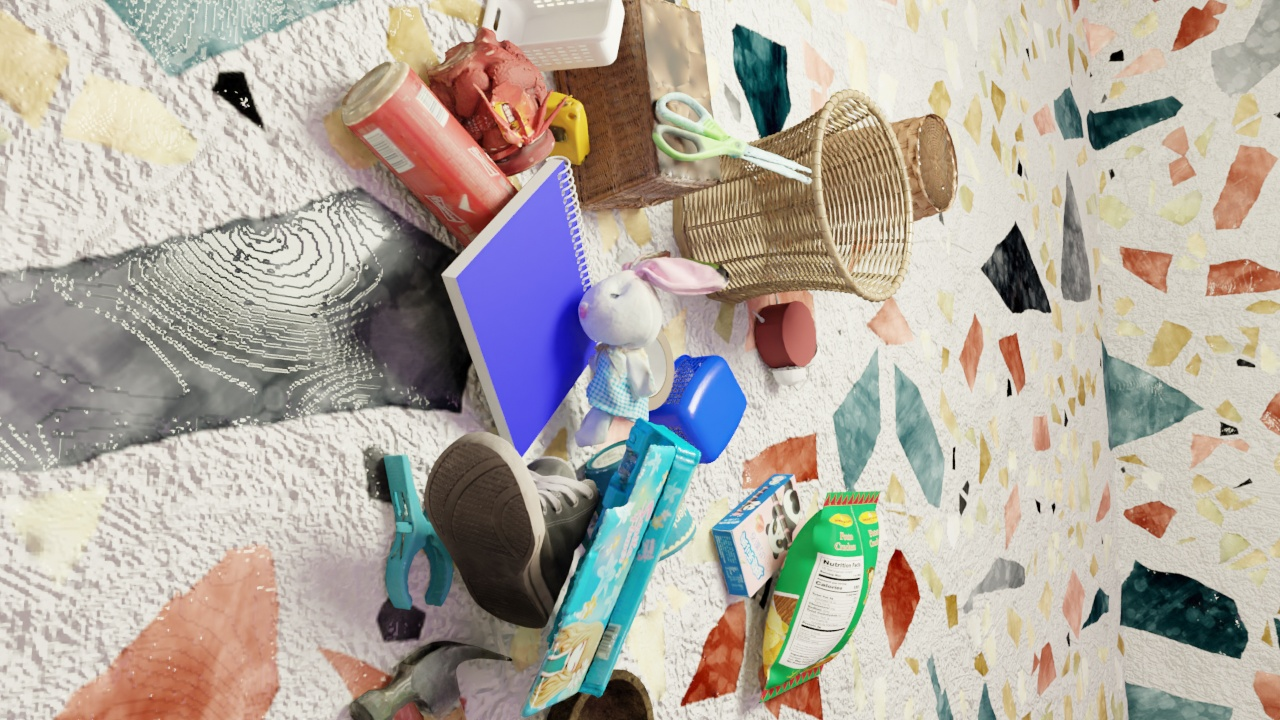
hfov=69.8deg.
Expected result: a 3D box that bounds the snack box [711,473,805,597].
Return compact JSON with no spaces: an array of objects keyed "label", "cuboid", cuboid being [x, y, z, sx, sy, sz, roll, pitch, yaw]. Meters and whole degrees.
[{"label":"snack box","cuboid":[0.146,0.206,1.096,0.153,0.033,0.088,-29,108,-48]}]

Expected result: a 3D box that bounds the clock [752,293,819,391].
[{"label":"clock","cuboid":[0.188,-0.022,1.163,0.086,0.044,0.124,-42,117,-44]}]

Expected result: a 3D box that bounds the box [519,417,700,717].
[{"label":"box","cuboid":[-0.020,0.169,0.755,0.180,0.074,0.227,-74,-174,-86]}]

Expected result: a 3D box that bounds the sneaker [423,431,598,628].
[{"label":"sneaker","cuboid":[-0.094,0.109,0.731,0.235,0.095,0.119,78,29,-47]}]

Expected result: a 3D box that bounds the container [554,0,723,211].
[{"label":"container","cuboid":[-0.003,-0.251,0.908,0.113,0.113,0.198,-10,92,-50]}]

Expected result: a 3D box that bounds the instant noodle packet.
[{"label":"instant noodle packet","cuboid":[0.222,0.278,1.112,0.195,0.090,0.253,12,97,-57]}]

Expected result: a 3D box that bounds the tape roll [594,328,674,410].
[{"label":"tape roll","cuboid":[-0.006,0.005,0.939,0.093,0.030,0.093,8,80,-50]}]

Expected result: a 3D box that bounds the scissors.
[{"label":"scissors","cuboid":[0.089,-0.195,0.859,0.175,0.033,0.072,15,66,-18]}]

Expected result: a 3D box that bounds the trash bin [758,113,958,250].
[{"label":"trash bin","cuboid":[0.278,-0.221,1.165,0.151,0.211,0.151,7,81,-49]}]

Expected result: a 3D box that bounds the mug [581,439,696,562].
[{"label":"mug","cuboid":[-0.015,0.140,0.877,0.111,0.085,0.104,-35,106,-35]}]

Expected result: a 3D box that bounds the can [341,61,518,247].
[{"label":"can","cuboid":[-0.161,-0.159,0.743,0.170,0.067,0.067,48,52,-35]}]

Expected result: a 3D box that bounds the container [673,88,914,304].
[{"label":"container","cuboid":[0.170,-0.168,1.039,0.226,0.197,0.226,8,80,-49]}]

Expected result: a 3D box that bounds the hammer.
[{"label":"hammer","cuboid":[-0.126,0.382,0.753,0.131,0.033,0.330,-30,110,-49]}]

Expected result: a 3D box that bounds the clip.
[{"label":"clip","cuboid":[-0.165,0.137,0.740,0.113,0.028,0.126,23,68,-45]}]

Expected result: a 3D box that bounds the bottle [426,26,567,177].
[{"label":"bottle","cuboid":[-0.121,-0.217,0.772,0.098,0.099,0.111,-57,136,-37]}]

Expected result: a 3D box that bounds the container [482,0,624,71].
[{"label":"container","cuboid":[-0.074,-0.304,0.829,0.049,0.129,0.080,44,51,-63]}]

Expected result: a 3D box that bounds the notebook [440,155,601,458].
[{"label":"notebook","cuboid":[-0.090,-0.043,0.794,0.171,0.022,0.209,-57,150,-37]}]

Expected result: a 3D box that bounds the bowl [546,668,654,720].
[{"label":"bowl","cuboid":[-0.047,0.339,0.831,0.121,0.056,0.121,8,80,-50]}]

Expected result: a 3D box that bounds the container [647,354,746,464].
[{"label":"container","cuboid":[0.064,0.053,0.996,0.114,0.058,0.096,-54,125,-38]}]

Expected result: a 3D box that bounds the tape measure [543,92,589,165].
[{"label":"tape measure","cuboid":[-0.080,-0.218,0.852,0.068,0.059,0.030,87,22,-53]}]

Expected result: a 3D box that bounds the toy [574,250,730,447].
[{"label":"toy","cuboid":[-0.024,-0.018,0.845,0.105,0.131,0.205,24,91,-33]}]
